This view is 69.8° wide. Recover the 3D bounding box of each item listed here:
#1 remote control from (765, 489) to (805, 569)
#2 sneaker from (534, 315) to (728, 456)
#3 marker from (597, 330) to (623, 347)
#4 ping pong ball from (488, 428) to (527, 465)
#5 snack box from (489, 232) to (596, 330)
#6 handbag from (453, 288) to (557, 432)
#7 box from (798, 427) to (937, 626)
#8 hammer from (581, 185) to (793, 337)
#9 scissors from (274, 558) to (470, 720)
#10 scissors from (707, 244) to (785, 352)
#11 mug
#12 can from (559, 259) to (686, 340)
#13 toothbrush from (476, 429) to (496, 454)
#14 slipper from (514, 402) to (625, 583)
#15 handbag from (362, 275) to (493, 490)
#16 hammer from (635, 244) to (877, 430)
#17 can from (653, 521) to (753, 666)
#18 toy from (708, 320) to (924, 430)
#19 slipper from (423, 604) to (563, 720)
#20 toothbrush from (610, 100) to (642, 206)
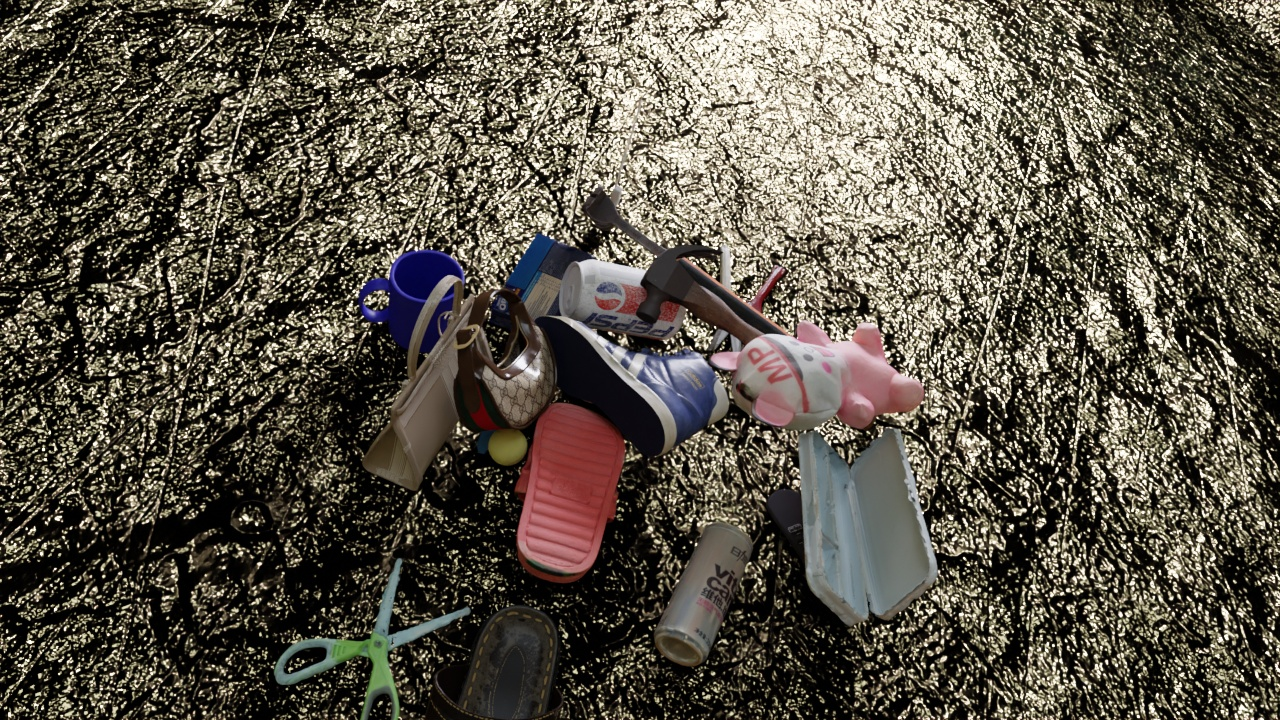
[{"bbox_3d":[0.178,0.189,0.975,0.046,0.009,0.124,-15,57,-26],"label":"remote control"},{"bbox_3d":[-0.006,0.007,1.009,0.118,0.092,0.233,-20,42,-37],"label":"sneaker"},{"bbox_3d":[0.002,0.014,1.066,0.017,0.017,0.146,-33,66,-35],"label":"marker"},{"bbox_3d":[-0.137,0.089,0.948,0.040,0.040,0.040,8,50,-10],"label":"ping pong ball"},{"bbox_3d":[-0.117,-0.088,1.111,0.082,0.027,0.149,22,48,3],"label":"snack box"},{"bbox_3d":[-0.143,-0.002,0.932,0.063,0.138,0.166,-7,16,21],"label":"handbag"},{"bbox_3d":[0.240,0.151,0.932,0.106,0.125,0.215,47,32,-34],"label":"box"},{"bbox_3d":[0.056,-0.110,1.124,0.314,0.138,0.035,37,90,11],"label":"hammer"},{"bbox_3d":[-0.235,0.249,0.803,0.167,0.023,0.171,4,48,-5],"label":"scissors"},{"bbox_3d":[0.129,-0.081,1.184,0.187,0.015,0.179,-16,59,-26],"label":"scissors"},{"bbox_3d":[-0.254,-0.064,1.013,0.111,0.084,0.079,-3,52,-18],"label":"mug"},{"bbox_3d":[-0.020,-0.071,1.074,0.136,0.078,0.078,9,48,-25],"label":"can"},{"bbox_3d":[-0.151,0.033,1.009,0.016,0.014,0.166,16,49,-3],"label":"toothbrush"},{"bbox_3d":[-0.073,0.134,0.916,0.103,0.059,0.248,14,34,-6],"label":"slipper"},{"bbox_3d":[-0.200,0.000,0.898,0.062,0.198,0.175,23,49,3],"label":"handbag"},{"bbox_3d":[0.143,-0.018,1.063,0.323,0.033,0.115,34,71,-10],"label":"hammer"},{"bbox_3d":[0.062,0.224,0.884,0.054,0.054,0.135,27,49,7],"label":"can"},{"bbox_3d":[0.192,0.023,1.006,0.212,0.084,0.142,-6,46,-24],"label":"toy"},{"bbox_3d":[-0.127,0.313,0.740,0.113,0.076,0.267,19,49,0],"label":"slipper"},{"bbox_3d":[-0.016,-0.263,1.182,0.010,0.182,0.010,27,54,3],"label":"toothbrush"}]
